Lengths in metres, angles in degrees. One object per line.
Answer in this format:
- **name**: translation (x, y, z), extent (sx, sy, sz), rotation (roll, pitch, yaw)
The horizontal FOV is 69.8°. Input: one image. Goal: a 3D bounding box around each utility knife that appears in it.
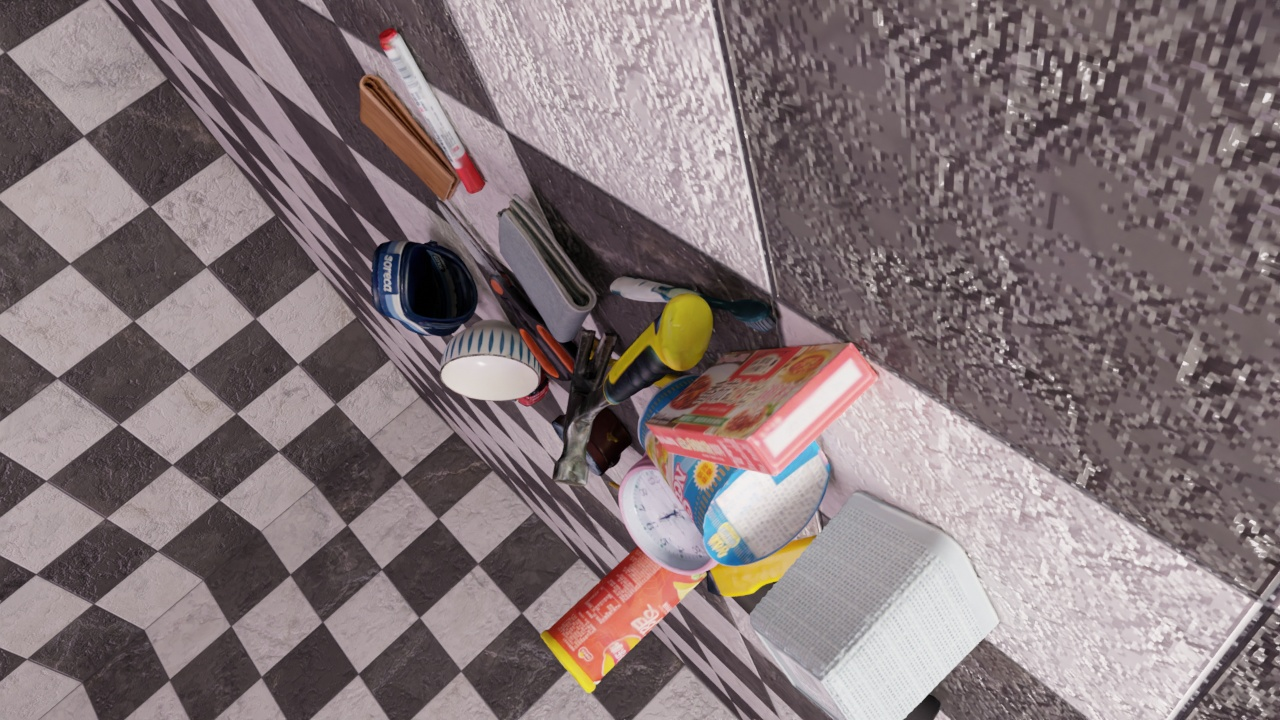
- **utility knife**: translation (0.110, 0.164, 0.733), extent (0.177, 0.015, 0.033), rotation (-31, 84, 49)

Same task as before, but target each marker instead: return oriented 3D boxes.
- **marker**: translation (-0.158, -0.187, 0.703), extent (0.017, 0.017, 0.145), rotation (35, 160, 41)

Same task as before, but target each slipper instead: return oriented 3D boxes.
- **slipper**: translation (-0.236, -0.086, 1.055), extent (0.095, 0.105, 0.253), rotation (5, 176, 3)

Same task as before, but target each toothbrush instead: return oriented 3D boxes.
- **toothbrush**: translation (0.026, -0.037, 0.571), extent (0.018, 0.016, 0.192), rotation (43, 168, -27)
- **toothbrush**: translation (-0.005, 0.004, 0.766), extent (0.016, 0.016, 0.190), rotation (56, 162, -25)

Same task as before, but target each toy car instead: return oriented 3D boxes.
- **toy car**: translation (-0.167, 0.004, 1.155), extent (0.120, 0.052, 0.045), rotation (38, 142, 11)

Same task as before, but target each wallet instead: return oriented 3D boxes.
- **wallet**: translation (-0.074, -0.072, 0.719), extent (0.106, 0.037, 0.130), rotation (56, 168, 1)
- **wallet**: translation (-0.208, -0.196, 0.826), extent (0.115, 0.020, 0.101), rotation (48, 167, -10)

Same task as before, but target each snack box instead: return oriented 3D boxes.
- **snack box**: translation (0.060, 0.024, 0.512), extent (0.025, 0.075, 0.153), rotation (52, 165, -11)

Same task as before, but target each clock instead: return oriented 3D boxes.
- **clock**: translation (-0.055, 0.086, 1.040), extent (0.082, 0.055, 0.122), rotation (45, 166, 8)
- **clock**: translation (0.049, 0.111, 0.737), extent (0.159, 0.059, 0.117), rotation (-35, 87, 45)

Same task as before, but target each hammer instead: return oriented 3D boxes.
- **hammer**: translation (-0.014, 0.012, 0.644), extent (0.032, 0.126, 0.324), rotation (11, 165, -12)

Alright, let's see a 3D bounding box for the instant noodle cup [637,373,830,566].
- **instant noodle cup**: translation (0.055, 0.066, 0.617), extent (0.110, 0.099, 0.099), rotation (44, 167, 47)

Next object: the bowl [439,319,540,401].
- **bowl**: translation (-0.174, -0.006, 1.078), extent (0.116, 0.116, 0.066), rotation (75, -166, -60)

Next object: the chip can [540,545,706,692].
- **chip can**: translation (0.004, 0.219, 0.892), extent (0.073, 0.216, 0.073), rotation (44, 164, 16)

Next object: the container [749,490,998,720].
- **container**: translation (0.139, 0.158, 0.560), extent (0.090, 0.111, 0.090), rotation (55, 164, -29)

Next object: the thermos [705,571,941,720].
- **thermos**: translation (0.146, 0.229, 0.794), extent (0.242, 0.068, 0.090), rotation (43, -167, 15)

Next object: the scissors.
- **scissors**: translation (-0.122, -0.070, 0.913), extent (0.139, 0.021, 0.235), rotation (19, 144, 47)
